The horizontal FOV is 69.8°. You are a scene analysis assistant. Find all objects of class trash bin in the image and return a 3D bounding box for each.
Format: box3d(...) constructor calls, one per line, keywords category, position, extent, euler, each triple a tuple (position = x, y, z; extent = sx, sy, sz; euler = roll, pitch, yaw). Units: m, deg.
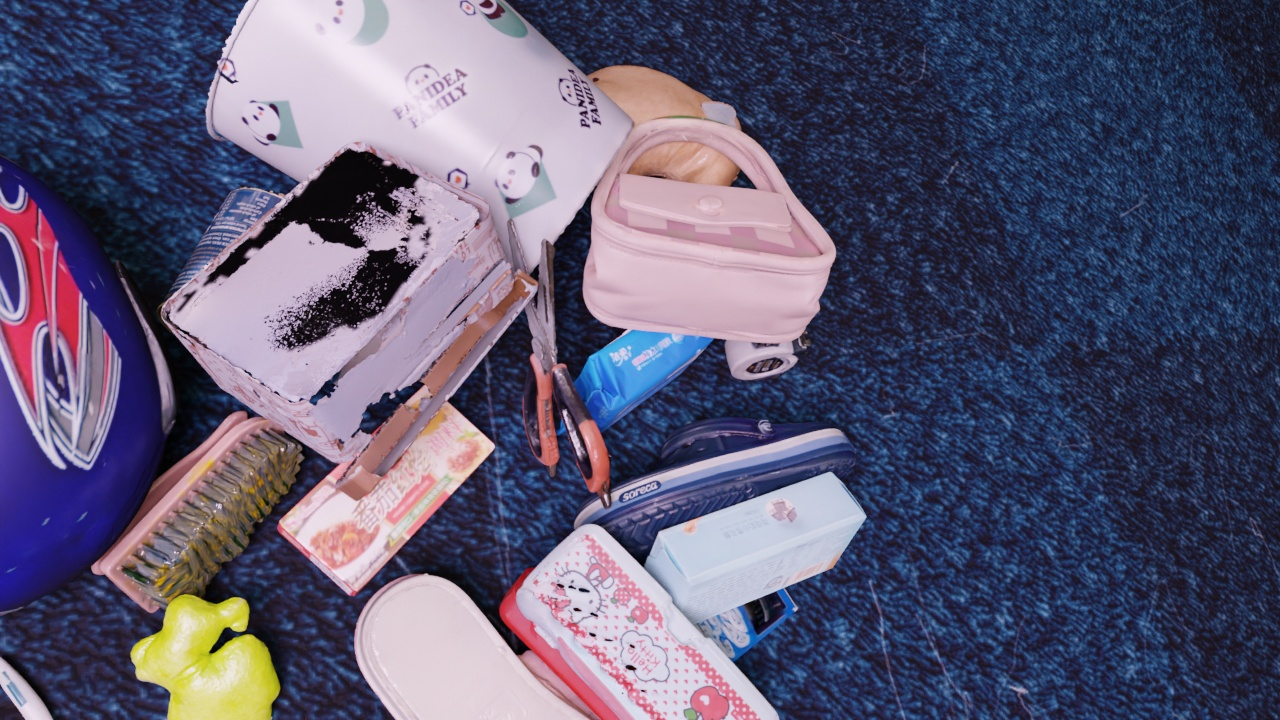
box3d(category="trash bin", position=(-0.158, -0.190, 0.718), extent=(0.252, 0.230, 0.228), euler=(36, 58, -12))

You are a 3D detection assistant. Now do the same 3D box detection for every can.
box3d(category="can", position=(-0.293, -0.064, 0.679), extent=(0.075, 0.075, 0.111), euler=(23, 60, -13))

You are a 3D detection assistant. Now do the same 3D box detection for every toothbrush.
box3d(category="toothbrush", position=(-0.333, 0.256, 0.555), extent=(0.018, 0.016, 0.191), euler=(-34, 84, -42))

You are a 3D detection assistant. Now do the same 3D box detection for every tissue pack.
box3d(category="tissue pack", position=(-0.005, 0.004, 0.767), extent=(0.156, 0.095, 0.052), euler=(-36, 83, -30))

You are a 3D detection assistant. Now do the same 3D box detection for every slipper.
box3d(category="slipper", position=(-0.091, 0.261, 0.635), extent=(0.274, 0.055, 0.114), euler=(48, 61, -6))
box3d(category="slipper", position=(0.060, 0.090, 0.750), extent=(0.252, 0.105, 0.095), euler=(-13, 53, -23))

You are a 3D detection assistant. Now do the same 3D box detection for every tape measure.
box3d(category="tape measure", position=(0.111, -0.008, 0.839), extent=(0.066, 0.066, 0.033), euler=(0, 63, -26))

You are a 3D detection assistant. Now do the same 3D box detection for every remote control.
box3d(category="remote control", position=(0.071, 0.209, 0.731), extent=(0.124, 0.024, 0.049), euler=(-26, 79, -35))

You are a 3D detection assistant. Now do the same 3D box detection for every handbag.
box3d(category="handbag", position=(0.051, -0.128, 0.770), extent=(0.193, 0.094, 0.233), euler=(8, 47, -8))

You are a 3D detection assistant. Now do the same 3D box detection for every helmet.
box3d(category="helmet", position=(-0.406, -0.011, 0.511), extent=(0.246, 0.241, 0.315), euler=(-15, 74, -30))

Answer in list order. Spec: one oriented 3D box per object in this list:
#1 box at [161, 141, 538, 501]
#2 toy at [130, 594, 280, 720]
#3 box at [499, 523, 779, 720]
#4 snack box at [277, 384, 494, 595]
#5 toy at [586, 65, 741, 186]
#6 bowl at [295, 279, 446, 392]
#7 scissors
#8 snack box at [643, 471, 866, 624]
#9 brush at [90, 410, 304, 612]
box3d(category="box", position=(-0.168, -0.009, 0.620), extent=(0.154, 0.185, 0.182), euler=(29, 64, 21))
box3d(category="toy", position=(-0.270, 0.200, 0.582), extent=(0.100, 0.031, 0.096), euler=(41, 79, -23))
box3d(category="box", position=(0.003, 0.210, 0.657), extent=(0.101, 0.095, 0.201), euler=(-44, 90, 6))
box3d(category="snack box", position=(-0.186, 0.094, 0.686), extent=(0.075, 0.026, 0.152), euler=(43, 58, -1))
box3d(category="toy", position=(-0.008, -0.223, 0.876), extent=(0.226, 0.083, 0.143), euler=(14, 53, -15))
box3d(category="bowl", position=(-0.205, -0.039, 0.713), extent=(0.116, 0.066, 0.116), euler=(10, 64, -20))
box3d(category="scissors", position=(-0.066, 0.011, 0.677), extent=(0.015, 0.189, 0.225), euler=(-20, 80, -26))
box3d(category="snack box", position=(0.087, 0.148, 0.716), extent=(0.174, 0.074, 0.051), euler=(-14, 51, -28))
box3d(category="brush", position=(-0.295, 0.095, 0.620), extent=(0.073, 0.063, 0.145), euler=(19, 55, 19))
